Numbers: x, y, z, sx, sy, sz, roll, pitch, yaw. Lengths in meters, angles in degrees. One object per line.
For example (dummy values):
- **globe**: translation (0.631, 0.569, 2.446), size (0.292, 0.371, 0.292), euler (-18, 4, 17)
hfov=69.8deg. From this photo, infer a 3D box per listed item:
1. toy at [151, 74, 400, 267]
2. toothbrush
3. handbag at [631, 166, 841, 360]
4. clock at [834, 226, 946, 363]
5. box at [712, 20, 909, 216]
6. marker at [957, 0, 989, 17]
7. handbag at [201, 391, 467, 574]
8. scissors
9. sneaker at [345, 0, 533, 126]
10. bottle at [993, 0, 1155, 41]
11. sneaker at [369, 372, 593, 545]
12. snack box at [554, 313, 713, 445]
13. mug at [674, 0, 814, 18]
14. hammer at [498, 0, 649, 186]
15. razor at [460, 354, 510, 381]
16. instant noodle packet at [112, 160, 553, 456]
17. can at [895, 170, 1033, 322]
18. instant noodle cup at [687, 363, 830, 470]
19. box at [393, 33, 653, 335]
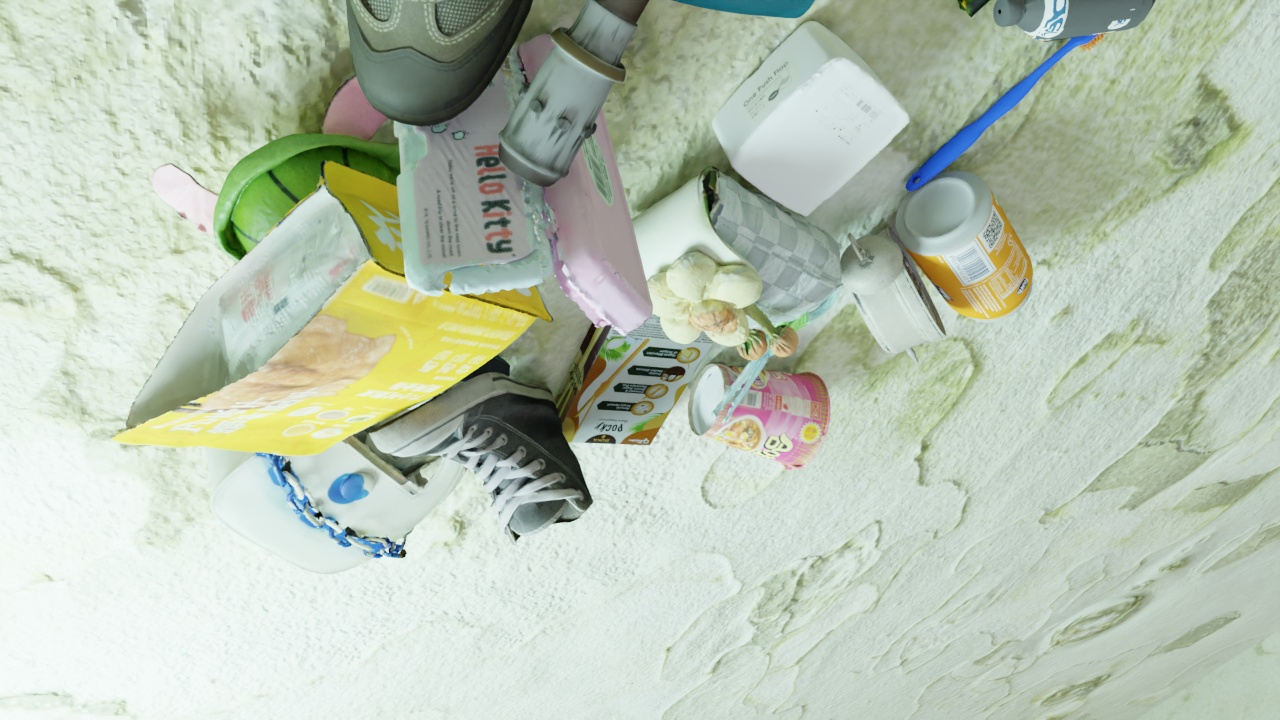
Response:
- **toy**: translation (-0.211, -0.079, 0.597), size (0.239, 0.087, 0.190), euler (-44, 143, 19)
- **toothbrush**: translation (0.281, -0.194, 0.713), size (0.018, 0.016, 0.183), euler (20, 128, -44)
- **handbag**: translation (0.075, -0.063, 0.694), size (0.171, 0.123, 0.113), euler (16, 149, -39)
- **clock**: translation (0.199, -0.062, 0.767), size (0.061, 0.103, 0.156), euler (-28, 145, 21)
- **box**: translation (0.118, -0.176, 0.655), size (0.102, 0.076, 0.107), euler (21, 129, -41)
- **marker**: translation (0.275, -0.285, 0.605), size (0.147, 0.017, 0.017), euler (-39, 137, 22)
- **handbag**: translation (-0.247, 0.092, 0.786), size (0.199, 0.093, 0.201), euler (-33, 139, 5)
- **scissors**: translation (0.112, -0.019, 0.802), size (0.175, 0.033, 0.078), euler (-55, 140, -2)
- **sneaker**: translation (-0.092, -0.207, 0.401), size (0.101, 0.142, 0.238), euler (12, 120, -3)
- **bottle**: translation (0.298, -0.247, 0.634), size (0.112, 0.047, 0.047), euler (-11, 140, -9)
- **sneaker**: translation (-0.117, 0.083, 0.728), size (0.095, 0.120, 0.234), euler (-27, 166, 10)
- **snack box**: translation (-0.005, 0.005, 0.819), size (0.101, 0.031, 0.186), euler (5, 135, -26)
- **mug**: translation (0.045, -0.253, 0.510), size (0.104, 0.084, 0.112), euler (-1, 110, -13)
- **hammer**: translation (0.026, -0.219, 0.403), size (0.100, 0.190, 0.326), euler (16, 119, -36)
- **razor**: translation (-0.168, -0.004, 0.738), size (0.142, 0.047, 0.052), euler (18, 104, -40)
- **instant noodle packet**: translation (-0.191, -0.006, 0.567), size (0.222, 0.084, 0.162), euler (-36, 159, 19)
- **can**: translation (0.279, -0.093, 0.781), size (0.079, 0.079, 0.142), euler (-35, 138, 19)
- **instant noodle cup**: translation (0.108, 0.047, 0.874), size (0.108, 0.097, 0.098), euler (14, 131, -23)
- **box**: translation (-0.062, -0.114, 0.521), size (0.149, 0.201, 0.073), euler (14, 137, -35)
